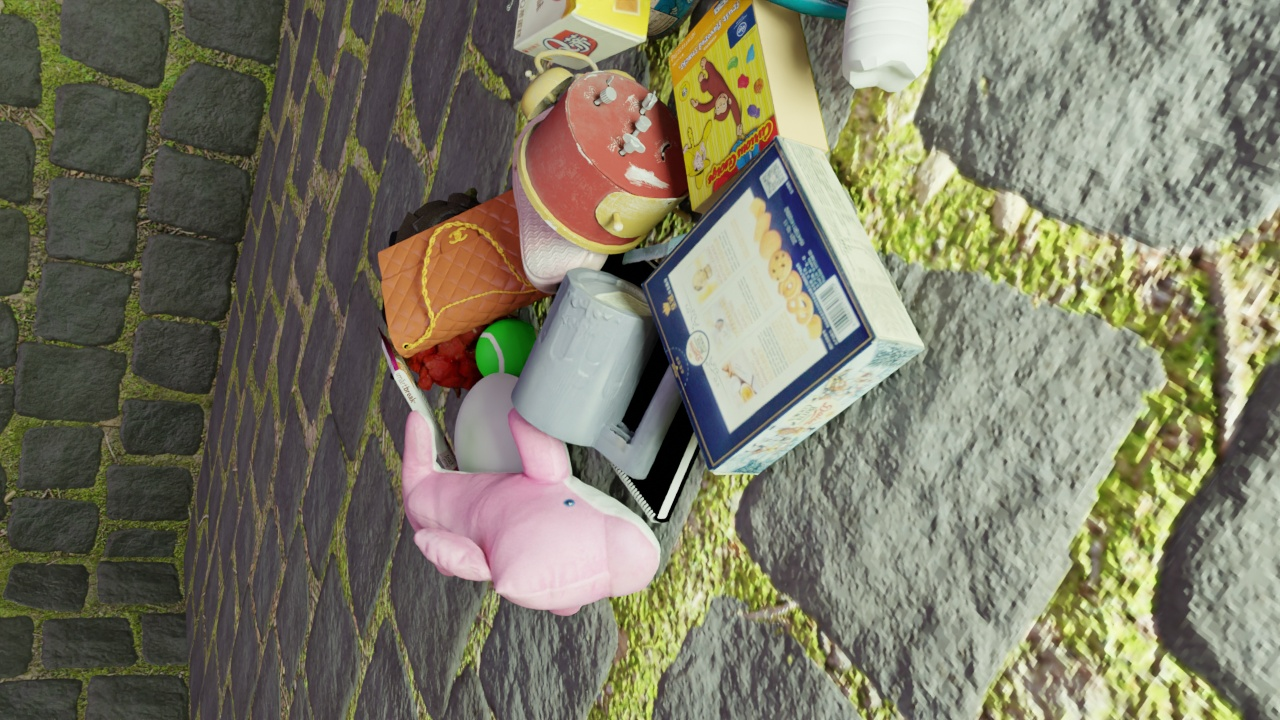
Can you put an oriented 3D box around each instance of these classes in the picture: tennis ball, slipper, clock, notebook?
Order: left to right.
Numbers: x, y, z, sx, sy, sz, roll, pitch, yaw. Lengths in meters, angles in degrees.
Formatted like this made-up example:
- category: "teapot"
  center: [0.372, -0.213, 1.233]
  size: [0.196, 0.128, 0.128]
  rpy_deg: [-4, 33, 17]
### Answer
- category: "tennis ball"
  center: [-0.118, -0.006, 0.840]
  size: [0.065, 0.065, 0.065]
  rpy_deg: [-18, 69, 56]
- category: "slipper"
  center: [-0.055, -0.145, 0.761]
  size: [0.107, 0.055, 0.221]
  rpy_deg: [-22, 50, 25]
- category: "clock"
  center: [-0.024, -0.163, 0.664]
  size: [0.081, 0.116, 0.158]
  rpy_deg: [-37, 73, 46]
- category: "notebook"
  center: [-0.004, 0.004, 0.702]
  size: [0.206, 0.016, 0.149]
  rpy_deg: [48, 123, 51]

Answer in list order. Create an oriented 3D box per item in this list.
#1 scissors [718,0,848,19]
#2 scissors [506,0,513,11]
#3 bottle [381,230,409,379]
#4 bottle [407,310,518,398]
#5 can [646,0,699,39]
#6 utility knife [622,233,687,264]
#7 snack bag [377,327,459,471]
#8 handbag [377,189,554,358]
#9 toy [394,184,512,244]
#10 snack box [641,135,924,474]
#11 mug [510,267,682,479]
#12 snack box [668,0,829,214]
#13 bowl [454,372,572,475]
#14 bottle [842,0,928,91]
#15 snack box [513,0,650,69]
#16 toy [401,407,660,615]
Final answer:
- category: "scissors"
  center: [0.084, -0.247, 0.552]
  size: [0.124, 0.019, 0.155]
  rpy_deg: [-49, 64, 10]
- category: "scissors"
  center: [-0.067, -0.340, 0.668]
  size: [0.175, 0.014, 0.141]
  rpy_deg: [-60, 35, 28]
- category: "bottle"
  center: [-0.289, -0.066, 1.136]
  size: [0.059, 0.059, 0.181]
  rpy_deg: [0, 84, 58]
- category: "bottle"
  center: [-0.172, -0.014, 0.909]
  size: [0.111, 0.099, 0.099]
  rpy_deg: [-55, 36, 6]
- category: "can"
  center: [0.010, -0.323, 0.717]
  size: [0.130, 0.044, 0.130]
  rpy_deg: [-18, 69, 56]
- category: "utility knife"
  center: [0.035, -0.081, 0.649]
  size: [0.166, 0.015, 0.022]
  rpy_deg: [-2, 85, 56]
- category: "snack bag"
  center: [-0.220, 0.056, 0.941]
  size: [0.070, 0.016, 0.197]
  rpy_deg: [49, 162, 50]
- category: "handbag"
  center: [-0.155, -0.082, 0.838]
  size: [0.172, 0.060, 0.108]
  rpy_deg: [-22, 62, 14]
- category: "toy"
  center: [-0.208, -0.123, 0.980]
  size: [0.179, 0.078, 0.153]
  rpy_deg: [-56, 30, -5]
- category: "snack box"
  center: [0.074, -0.029, 0.539]
  size: [0.145, 0.042, 0.144]
  rpy_deg: [-45, 52, 40]
- category: "mug"
  center: [-0.022, 0.007, 0.652]
  size: [0.124, 0.083, 0.104]
  rpy_deg: [37, 113, 29]
- category: "snack box"
  center: [0.067, -0.169, 0.597]
  size: [0.088, 0.040, 0.125]
  rpy_deg: [-35, 55, 50]
- category: "bowl"
  center: [-0.123, 0.088, 0.801]
  size: [0.150, 0.043, 0.150]
  rpy_deg: [19, 117, 42]
- category: "bottle"
  center: [0.134, -0.217, 0.494]
  size: [0.044, 0.044, 0.136]
  rpy_deg: [-3, 81, 58]
- category: "snack box"
  center: [-0.032, -0.348, 0.685]
  size: [0.110, 0.061, 0.230]
  rpy_deg: [9, 91, 58]
- category: "toy"
  center: [-0.111, 0.131, 0.699]
  size: [0.266, 0.127, 0.187]
  rpy_deg: [8, 113, 39]
